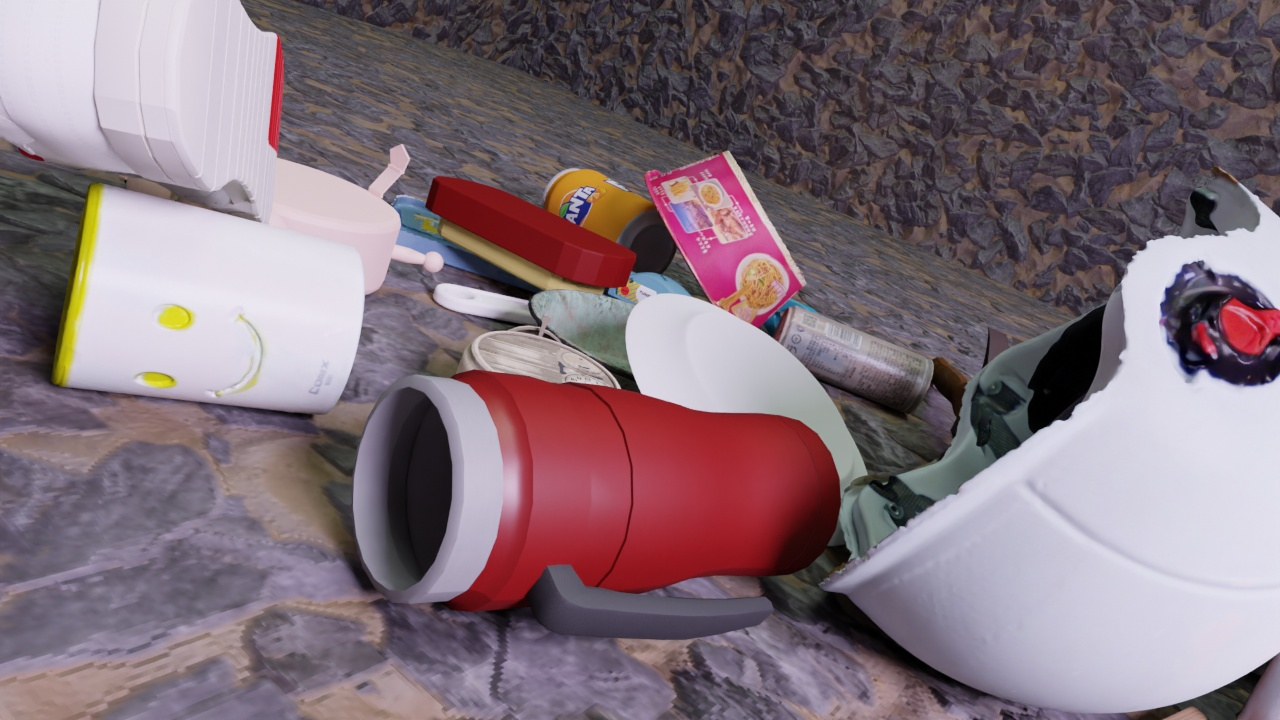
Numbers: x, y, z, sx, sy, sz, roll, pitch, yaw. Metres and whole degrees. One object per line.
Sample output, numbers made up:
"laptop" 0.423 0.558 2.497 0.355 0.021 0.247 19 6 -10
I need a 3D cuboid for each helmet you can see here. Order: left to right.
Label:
"helmet" 0.214 0.060 0.409 0.263 0.237 0.163 -33 74 -35

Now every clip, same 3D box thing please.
"clip" 0.123 -0.041 0.885 0.027 0.104 0.120 8 29 -52

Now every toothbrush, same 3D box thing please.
"toothbrush" 0.209 0.169 0.397 0.166 0.016 0.016 6 24 -40

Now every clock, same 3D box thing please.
"clock" -0.222 -0.098 0.583 0.131 0.086 0.160 31 26 28
"clock" -0.056 0.012 0.486 0.093 0.055 0.140 16 21 -18

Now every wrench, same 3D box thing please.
"wrench" -0.024 -0.024 0.696 0.273 0.018 0.066 11 20 -28

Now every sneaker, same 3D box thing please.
"sneaker" -0.219 -0.111 0.395 0.104 0.090 0.236 6 6 -13

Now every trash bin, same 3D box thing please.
"trash bin" 0.407 0.116 0.398 0.181 0.260 0.157 5 20 -41

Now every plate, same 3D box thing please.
"plate" 0.073 0.024 0.546 0.188 0.016 0.188 30 32 -21

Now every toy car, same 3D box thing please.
"toy car" 0.005 -0.059 0.746 0.108 0.027 0.060 28 16 20

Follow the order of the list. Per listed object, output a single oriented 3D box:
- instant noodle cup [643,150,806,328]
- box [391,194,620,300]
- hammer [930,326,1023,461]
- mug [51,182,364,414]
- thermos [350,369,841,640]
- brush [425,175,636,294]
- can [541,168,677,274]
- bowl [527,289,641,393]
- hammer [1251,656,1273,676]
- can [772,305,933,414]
"instant noodle cup" 0.082 -0.108 0.816 0.178 0.078 0.178 56 13 -20
"box" -0.115 -0.090 0.784 0.209 0.021 0.125 18 16 -13
"hammer" 0.282 0.024 0.814 0.033 0.115 0.322 24 10 9
"mug" -0.183 -0.022 0.392 0.106 0.083 0.082 12 20 -33
"thermos" -0.003 0.062 0.366 0.198 0.084 0.108 8 39 -42
"brush" -0.087 -0.091 0.699 0.173 0.042 0.082 28 17 26
"can" -0.032 -0.136 0.911 0.079 0.079 0.142 4 25 -44
"bowl" -0.003 0.004 0.598 0.157 0.039 0.157 20 17 -7
"hammer" 0.402 0.116 0.678 0.177 0.080 0.325 23 17 4
"can" 0.185 -0.001 0.812 0.135 0.054 0.054 21 18 0
